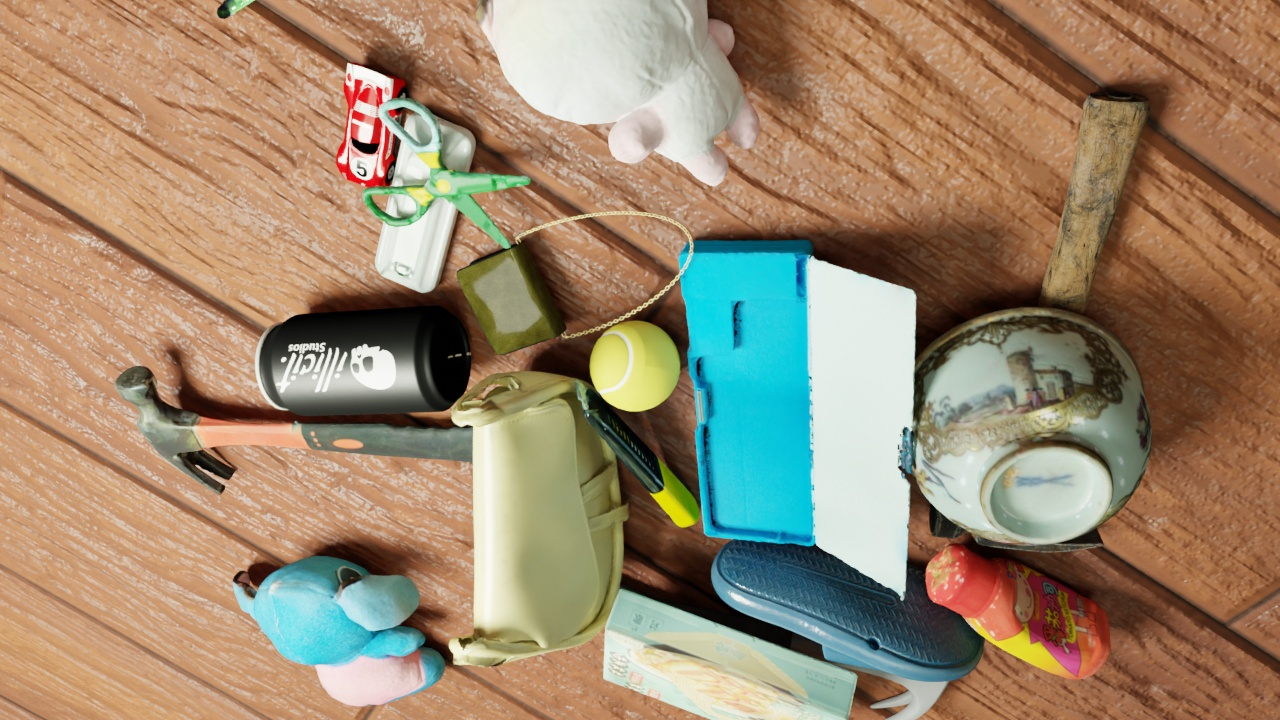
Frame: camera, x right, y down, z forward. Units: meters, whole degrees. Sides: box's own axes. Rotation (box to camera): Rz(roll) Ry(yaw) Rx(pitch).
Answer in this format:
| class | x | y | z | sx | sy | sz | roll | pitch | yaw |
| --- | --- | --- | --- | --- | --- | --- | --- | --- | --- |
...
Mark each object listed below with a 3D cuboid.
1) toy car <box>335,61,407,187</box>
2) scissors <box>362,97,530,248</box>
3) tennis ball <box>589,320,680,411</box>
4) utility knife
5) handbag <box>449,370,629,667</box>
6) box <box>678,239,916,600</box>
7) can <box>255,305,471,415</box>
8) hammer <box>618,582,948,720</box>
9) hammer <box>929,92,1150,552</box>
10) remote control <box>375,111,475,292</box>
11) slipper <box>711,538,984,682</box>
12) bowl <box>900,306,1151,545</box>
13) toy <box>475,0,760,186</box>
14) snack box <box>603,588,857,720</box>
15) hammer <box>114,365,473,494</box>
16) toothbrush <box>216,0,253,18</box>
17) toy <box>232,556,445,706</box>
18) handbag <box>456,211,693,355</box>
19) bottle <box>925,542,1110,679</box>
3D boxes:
| class | x | y | z | sx | sy | sz | roll | pitch | yaw |
| --- | --- | --- | --- | --- | --- | --- | --- | --- | --- |
| toy car | -0.188 | -0.160 | 0.636 | 0.038 | 0.025 | 0.090 | 21 | 123 | 2 |
| scissors | -0.135 | -0.128 | 0.622 | 0.127 | 0.011 | 0.123 | -1 | 120 | 14 |
| tennis ball | -0.004 | 0.004 | 0.661 | 0.065 | 0.065 | 0.065 | 6 | 121 | 11 |
| utility knife | -0.003 | 0.073 | 0.698 | 0.020 | 0.028 | 0.174 | -23 | 128 | 20 |
| handbag | -0.076 | 0.116 | 0.688 | 0.089 | 0.190 | 0.233 | 5 | 103 | 17 |
| box | 0.117 | 0.036 | 0.650 | 0.176 | 0.059 | 0.244 | 13 | 124 | 32 |
| can | -0.211 | 0.001 | 0.704 | 0.146 | 0.080 | 0.080 | -2 | 119 | 16 |
| hammer | 0.106 | 0.243 | 0.796 | 0.311 | 0.029 | 0.125 | 11 | 121 | 9 |
| hammer | 0.280 | -0.008 | 0.606 | 0.120 | 0.033 | 0.331 | 5 | 120 | 7 |
| remote control | -0.157 | -0.110 | 0.659 | 0.050 | 0.022 | 0.134 | 23 | 122 | 0 |
| slipper | 0.157 | 0.197 | 0.714 | 0.214 | 0.103 | 0.059 | 15 | 123 | 10 |
| bowl | 0.244 | 0.058 | 0.576 | 0.160 | 0.093 | 0.160 | 5 | 119 | 8 |
| toy | 0.000 | -0.178 | 0.524 | 0.179 | 0.138 | 0.102 | 42 | 156 | -25 |
| snack box | 0.066 | 0.258 | 0.754 | 0.194 | 0.044 | 0.142 | 17 | 147 | 8 |
| hammer | -0.265 | 0.066 | 0.777 | 0.333 | 0.033 | 0.133 | 1 | 131 | 10 |
| toothbrush | -0.209 | -0.265 | 0.590 | 0.188 | 0.017 | 0.014 | -19 | 110 | 27 |
| toy | -0.293 | 0.259 | 0.877 | 0.224 | 0.098 | 0.191 | -6 | 129 | 26 |
| handbag | -0.043 | -0.061 | 0.647 | 0.178 | 0.027 | 0.084 | -17 | 107 | 29 |
| bottle | 0.281 | 0.185 | 0.690 | 0.134 | 0.071 | 0.049 | 26 | 133 | -4 |
